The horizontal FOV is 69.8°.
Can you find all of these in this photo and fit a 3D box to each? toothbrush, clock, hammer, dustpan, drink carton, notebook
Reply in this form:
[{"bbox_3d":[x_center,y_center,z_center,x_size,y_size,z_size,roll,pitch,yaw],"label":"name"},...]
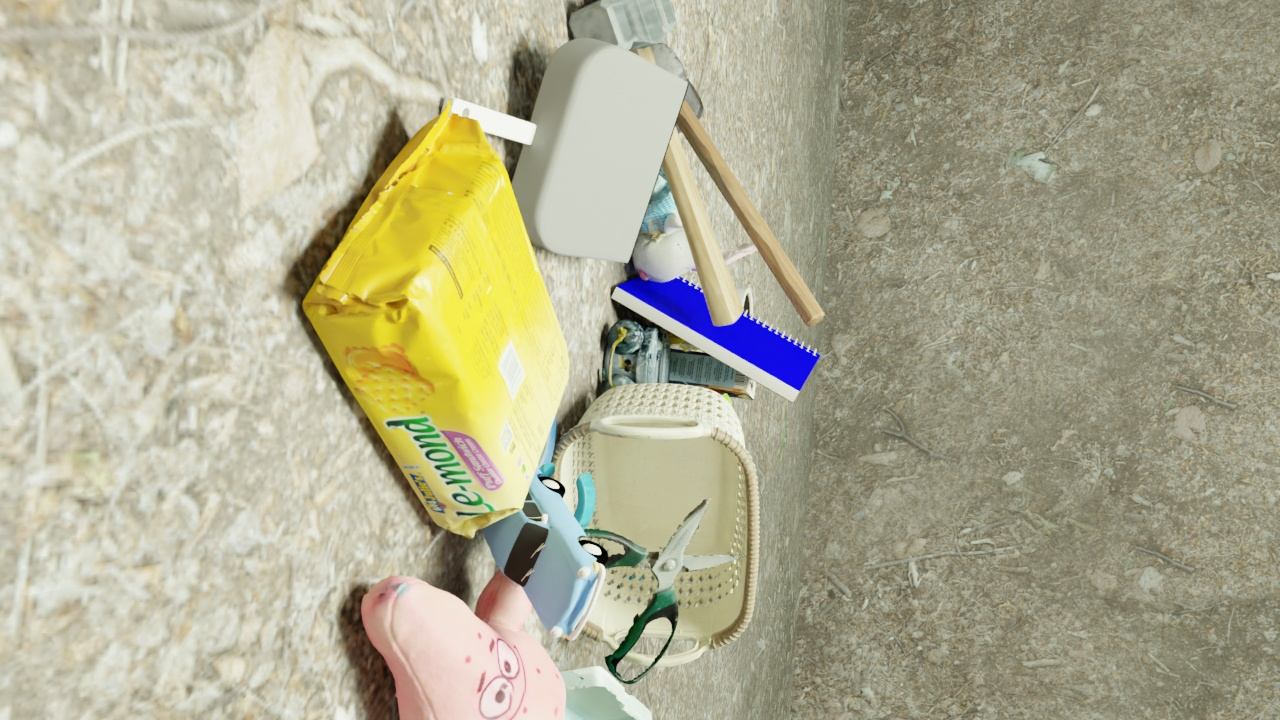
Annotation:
[{"bbox_3d":[0.031,-0.025,0.996,0.135,0.016,0.021,-155,-131,-67],"label":"toothbrush"},{"bbox_3d":[-0.006,0.005,0.934,0.129,0.052,0.090,7,87,-74],"label":"clock"},{"bbox_3d":[0.032,-0.183,0.852,0.117,0.051,0.323,-47,122,-51],"label":"hammer"},{"bbox_3d":[-0.055,-0.162,0.694,0.257,0.033,0.163,-6,118,-63],"label":"dustpan"},{"bbox_3d":[0.061,0.014,1.019,0.064,0.130,0.040,36,62,-71],"label":"drink carton"},{"bbox_3d":[0.088,-0.035,0.985,0.022,0.209,0.171,-63,170,20],"label":"notebook"},{"bbox_3d":[0.088,-0.174,0.915,0.328,0.052,0.098,60,10,16],"label":"hammer"}]

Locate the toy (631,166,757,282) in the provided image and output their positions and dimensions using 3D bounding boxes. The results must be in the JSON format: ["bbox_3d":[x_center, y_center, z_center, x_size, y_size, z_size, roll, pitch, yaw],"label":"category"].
[{"bbox_3d":[0.026,-0.134,0.949,0.205,0.131,0.105,34,82,-57],"label":"toy"}]

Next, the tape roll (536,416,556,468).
[{"bbox_3d":[-0.093,0.062,0.726,0.091,0.016,0.093,51,46,-65],"label":"tape roll"}]

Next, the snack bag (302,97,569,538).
[{"bbox_3d":[-0.109,-0.015,0.572,0.248,0.068,0.159,75,27,-46],"label":"snack bag"}]

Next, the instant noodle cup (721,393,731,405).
[{"bbox_3d":[0.037,0.080,0.995,0.098,0.108,0.099,5,89,-73],"label":"instant noodle cup"}]

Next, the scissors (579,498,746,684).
[{"bbox_3d":[-0.020,0.185,0.768,0.202,0.204,0.015,-63,-160,18],"label":"scissors"}]

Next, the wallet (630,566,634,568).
[{"bbox_3d":[0.001,0.173,1.031,0.099,0.031,0.120,-28,130,-71],"label":"wallet"}]

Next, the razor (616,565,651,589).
[{"bbox_3d":[-0.006,0.248,1.050,0.042,0.022,0.143,59,18,11],"label":"razor"}]

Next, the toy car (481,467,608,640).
[{"bbox_3d":[-0.071,0.123,0.625,0.054,0.153,0.056,16,105,-31],"label":"toy car"}]

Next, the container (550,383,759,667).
[{"bbox_3d":[0.017,0.138,0.842,0.142,0.185,0.246,-72,163,-64],"label":"container"}]

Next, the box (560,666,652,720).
[{"bbox_3d":[-0.057,0.340,0.825,0.125,0.075,0.197,-57,151,-20],"label":"box"}]

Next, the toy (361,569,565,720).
[{"bbox_3d":[-0.108,0.213,0.593,0.191,0.097,0.237,-86,162,-48],"label":"toy"}]

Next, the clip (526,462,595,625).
[{"bbox_3d":[-0.056,0.144,0.703,0.028,0.113,0.126,11,83,-73],"label":"clip"}]

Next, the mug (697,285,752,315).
[{"bbox_3d":[0.088,-0.059,1.156,0.105,0.090,0.073,21,74,-72],"label":"mug"}]
